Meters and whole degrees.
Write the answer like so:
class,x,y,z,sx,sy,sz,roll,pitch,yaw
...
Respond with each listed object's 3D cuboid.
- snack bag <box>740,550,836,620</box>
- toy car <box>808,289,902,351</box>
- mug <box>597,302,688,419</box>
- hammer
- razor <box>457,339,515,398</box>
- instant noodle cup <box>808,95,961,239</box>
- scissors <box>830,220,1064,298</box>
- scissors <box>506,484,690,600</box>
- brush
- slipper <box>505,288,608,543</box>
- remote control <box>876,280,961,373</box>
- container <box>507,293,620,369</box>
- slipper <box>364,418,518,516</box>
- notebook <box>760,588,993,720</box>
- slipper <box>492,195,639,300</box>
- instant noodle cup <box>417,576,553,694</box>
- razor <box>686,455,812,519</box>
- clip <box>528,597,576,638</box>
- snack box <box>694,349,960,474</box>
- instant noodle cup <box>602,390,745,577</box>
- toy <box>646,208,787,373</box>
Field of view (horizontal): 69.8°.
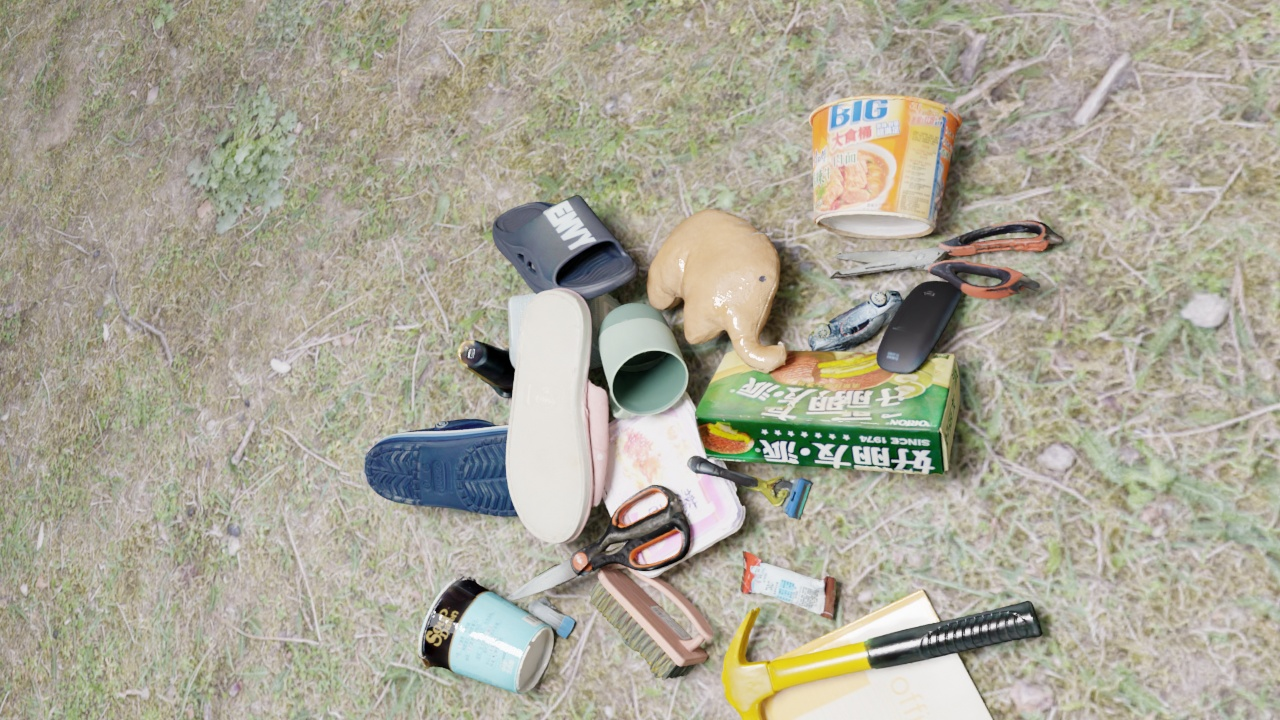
class,x,y,z,sx,sy,sz,roll,pitch,yaw
snack bag,0.147,0.226,0.926,0.104,0.026,0.048,8,100,27
toy car,0.223,-0.036,0.945,0.106,0.049,0.031,-31,69,16
mug,-0.006,0.006,0.983,0.112,0.082,0.106,-64,25,27
hammer,0.217,0.274,0.860,0.301,0.032,0.128,-20,75,19
razor,-0.175,0.004,1.064,0.068,0.167,0.062,9,83,9
instant noodle cup,0.242,-0.189,0.928,0.151,0.151,0.111,5,87,27
scissors,0.301,-0.097,0.919,0.197,0.015,0.214,-30,38,-2
scissors,-0.046,0.219,0.959,0.235,0.021,0.125,-47,62,9
brush,0.009,0.263,0.965,0.145,0.063,0.073,41,100,30
slipper,-0.087,0.059,0.991,0.114,0.054,0.274,0,91,28
remote control,0.273,-0.040,0.898,0.053,0.024,0.136,12,50,36
container,-0.084,-0.033,1.076,0.112,0.090,0.089,-10,73,21
slipper,-0.197,0.122,1.089,0.253,0.095,0.105,-4,109,6
notebook,0.212,0.329,0.876,0.207,0.010,0.145,-31,65,16
slipper,-0.106,-0.146,1.067,0.110,0.083,0.268,-31,38,-18
instant noodle cup,-0.166,0.312,1.020,0.120,0.111,0.111,18,85,21
razor,0.107,0.122,0.928,0.022,0.142,0.042,4,75,67
clip,-0.099,0.290,1.039,0.057,0.028,0.024,30,93,20
snack box,0.184,0.047,0.904,0.240,0.063,0.114,2,37,27
instant noodle cup,0.032,0.131,0.990,0.138,0.060,0.173,-33,66,15
toy,0.091,-0.080,0.975,0.143,0.082,0.226,-61,39,15
